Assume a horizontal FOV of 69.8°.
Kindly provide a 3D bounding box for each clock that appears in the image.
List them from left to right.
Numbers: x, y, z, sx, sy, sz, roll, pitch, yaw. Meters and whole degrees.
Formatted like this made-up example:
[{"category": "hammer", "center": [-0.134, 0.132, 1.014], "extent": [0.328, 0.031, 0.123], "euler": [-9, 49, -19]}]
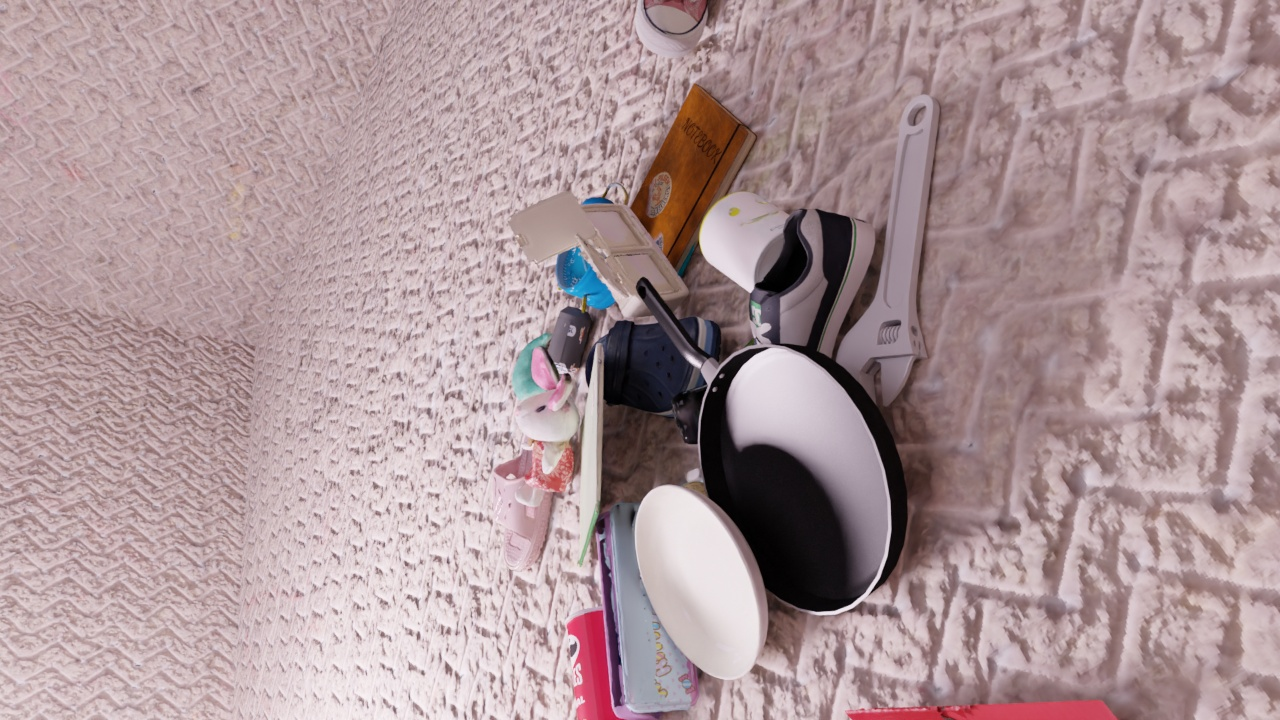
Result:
[{"category": "clock", "center": [-0.051, -0.144, 1.151], "extent": [0.117, 0.060, 0.161], "euler": [40, 111, 57]}]

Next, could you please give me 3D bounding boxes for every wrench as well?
[{"category": "wrench", "center": [0.215, -0.094, 0.780], "extent": [0.087, 0.018, 0.273], "euler": [-7, 71, 59]}]

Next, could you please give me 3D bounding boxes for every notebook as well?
[{"category": "notebook", "center": [-0.057, 0.116, 1.028], "extent": [0.253, 0.010, 0.181], "euler": [107, 164, -65]}, {"category": "notebook", "center": [0.042, -0.185, 1.092], "extent": [0.250, 0.014, 0.178], "euler": [-61, 34, 24]}]

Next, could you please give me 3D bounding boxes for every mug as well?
[{"category": "mug", "center": [0.116, -0.107, 0.879], "extent": [0.106, 0.082, 0.083], "euler": [48, 119, 53]}]

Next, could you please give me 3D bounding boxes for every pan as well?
[{"category": "pan", "center": [0.095, 0.049, 0.792], "extent": [0.356, 0.034, 0.226], "euler": [56, 142, 30]}]

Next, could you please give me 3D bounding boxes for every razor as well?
[{"category": "razor", "center": [0.086, 0.020, 0.896], "extent": [0.152, 0.067, 0.054], "euler": [-50, 35, 23]}]

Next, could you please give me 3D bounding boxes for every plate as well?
[{"category": "plate", "center": [0.060, 0.197, 0.838], "extent": [0.182, 0.034, 0.182], "euler": [30, 127, 48]}]

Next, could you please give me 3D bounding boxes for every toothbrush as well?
[{"category": "toothbrush", "center": [0.018, 0.152, 1.000], "extent": [0.181, 0.016, 0.016], "euler": [-38, 49, 47]}]

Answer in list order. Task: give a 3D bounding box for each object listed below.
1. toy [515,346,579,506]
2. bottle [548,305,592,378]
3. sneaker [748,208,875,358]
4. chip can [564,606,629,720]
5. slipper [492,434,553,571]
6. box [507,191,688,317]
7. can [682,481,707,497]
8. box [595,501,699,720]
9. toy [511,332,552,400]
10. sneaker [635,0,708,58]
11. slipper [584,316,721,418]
[{"category": "toy", "center": [-0.117, 0.088, 1.147], "extent": [0.159, 0.084, 0.194], "euler": [-131, 47, -63]}, {"category": "bottle", "center": [-0.098, -0.015, 1.220], "extent": [0.047, 0.047, 0.112], "euler": [22, 98, 59]}, {"category": "sneaker", "center": [0.125, -0.021, 0.813], "extent": [0.084, 0.079, 0.235], "euler": [-125, 50, -66]}, {"category": "chip can", "center": [-0.031, 0.370, 0.939], "extent": [0.069, 0.069, 0.220], "euler": [-46, 43, 40]}, {"category": "slipper", "center": [-0.161, 0.160, 1.236], "extent": [0.094, 0.064, 0.239], "euler": [4, 80, 59]}, {"category": "box", "center": [-0.035, -0.119, 0.981], "extent": [0.143, 0.190, 0.069], "euler": [55, 127, 18]}, {"category": "can", "center": [0.065, 0.157, 0.898], "extent": [0.038, 0.038, 0.079], "euler": [-63, 33, 20]}, {"category": "box", "center": [-0.001, 0.250, 0.935], "extent": [0.096, 0.077, 0.213], "euler": [-40, 46, 43]}, {"category": "toy", "center": [-0.151, 0.018, 1.310], "extent": [0.085, 0.033, 0.105], "euler": [-38, 46, 30]}, {"category": "sneaker", "center": [0.051, -0.478, 1.109], "extent": [0.088, 0.118, 0.240], "euler": [128, 151, -63]}, {"category": "slipper", "center": [-0.006, 0.006, 1.023], "extent": [0.253, 0.095, 0.105], "euler": [-7, 69, 61]}]
